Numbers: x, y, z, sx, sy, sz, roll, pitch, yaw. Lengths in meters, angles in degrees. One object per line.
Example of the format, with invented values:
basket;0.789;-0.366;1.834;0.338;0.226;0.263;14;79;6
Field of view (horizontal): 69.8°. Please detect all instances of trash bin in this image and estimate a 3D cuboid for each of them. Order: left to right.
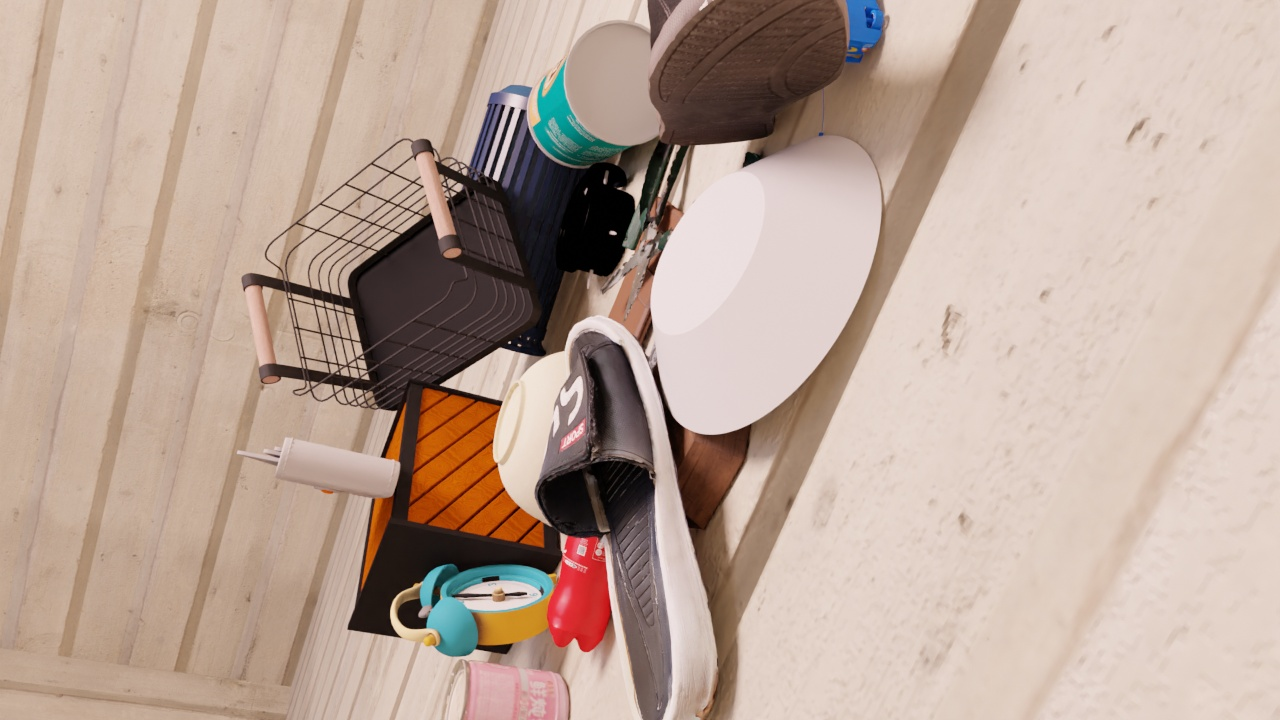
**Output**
trash bin;-0.163;0.138;0.819;0.171;0.139;0.140;-100;31;-51
trash bin;-0.126;-0.143;0.941;0.139;0.139;0.249;-152;80;-70

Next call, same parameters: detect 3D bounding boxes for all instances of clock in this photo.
clock;-0.121;0.184;0.689;0.099;0.129;0.044;-149;57;-69
clock;-0.041;-0.128;0.832;0.120;0.042;0.091;-97;29;-47

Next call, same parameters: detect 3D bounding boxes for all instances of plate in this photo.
plate;0.026;0.036;0.548;0.131;0.025;0.131;-165;91;-71
plate;0.048;-0.049;0.485;0.174;0.036;0.173;-42;34;38

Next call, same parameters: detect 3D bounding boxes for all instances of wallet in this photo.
wallet;-0.258;0.084;0.730;0.119;0.115;0.037;159;124;-67
wallet;0.002;-0.062;0.706;0.121;0.013;0.087;-67;21;15

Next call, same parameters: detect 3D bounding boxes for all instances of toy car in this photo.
toy car;0.103;-0.175;0.499;0.062;0.033;0.091;115;158;-59

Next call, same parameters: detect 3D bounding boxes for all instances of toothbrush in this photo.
toothbrush;0.019;-0.181;0.746;0.016;0.017;0.190;-135;63;-67

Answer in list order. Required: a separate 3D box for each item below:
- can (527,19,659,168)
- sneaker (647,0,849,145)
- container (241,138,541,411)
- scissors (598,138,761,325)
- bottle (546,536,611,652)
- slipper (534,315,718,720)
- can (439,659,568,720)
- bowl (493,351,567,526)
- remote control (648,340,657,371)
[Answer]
can;-0.036;-0.229;0.809;0.144;0.099;0.099;-168;93;-71
sneaker;0.047;-0.190;0.477;0.234;0.095;0.120;-54;-39;-85
container;-0.224;-0.071;0.829;0.242;0.130;0.162;-29;67;24
scissors;0.028;-0.121;0.658;0.202;0.015;0.205;-35;36;47
bottle;-0.028;0.120;0.608;0.042;0.042;0.141;-166;91;-71
slipper;-0.022;0.080;0.520;0.111;0.063;0.263;118;143;-49
can;-0.096;0.250;0.646;0.067;0.076;0.067;-165;91;-71
bowl;-0.071;0.057;0.725;0.151;0.075;0.150;-166;91;-71
remote control;0.016;-0.006;0.624;0.033;0.013;0.136;-147;74;-70
